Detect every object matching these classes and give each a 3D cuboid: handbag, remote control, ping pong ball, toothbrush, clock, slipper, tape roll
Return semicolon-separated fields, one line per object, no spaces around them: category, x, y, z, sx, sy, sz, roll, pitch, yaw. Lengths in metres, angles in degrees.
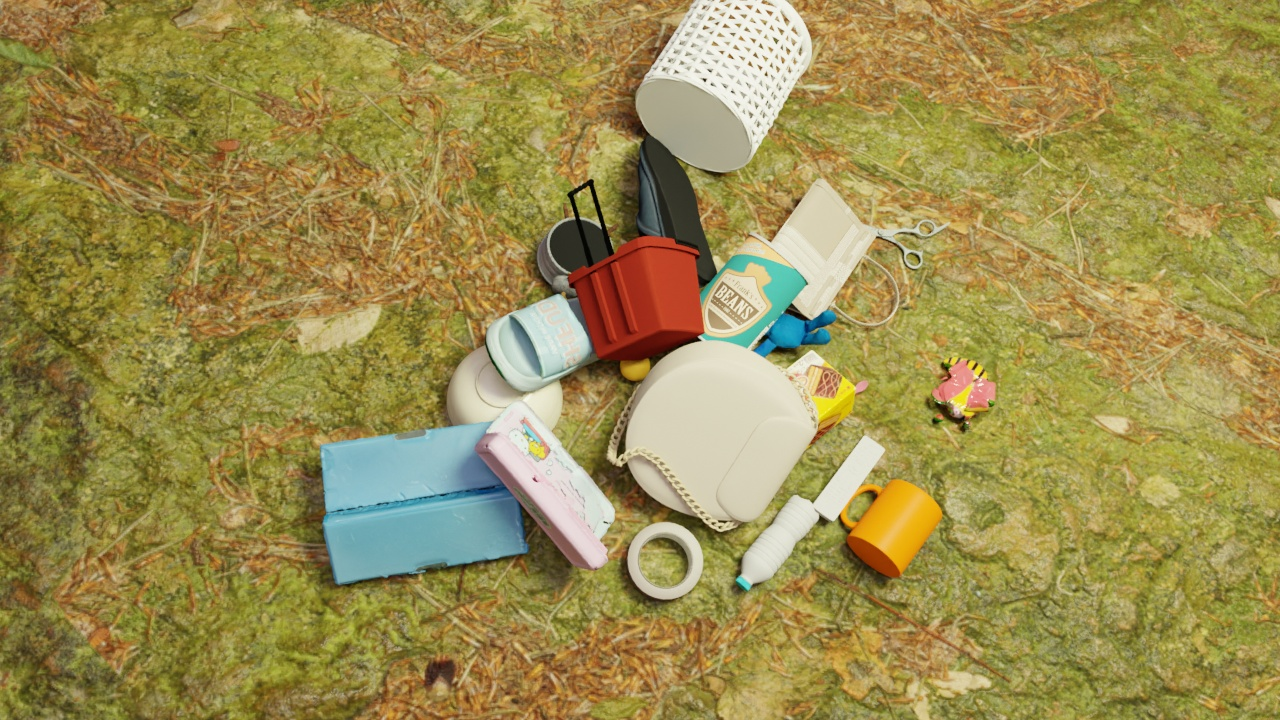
handbag;0.089;0.090;1.109;0.208;0.103;0.211;26;113;-7
handbag;0.274;-0.125;1.281;0.198;0.062;0.175;36;72;2
remote control;0.271;0.154;1.195;0.033;0.012;0.130;36;65;15
ping pong ball;-0.007;0.007;1.212;0.040;0.040;0.040;2;70;-5
toothbrush;0.254;0.069;1.231;0.134;0.016;0.021;-36;77;-14
clock;-0.090;-0.132;1.245;0.104;0.056;0.147;20;65;-8
slipper;-0.091;-0.039;1.160;0.244;0.074;0.104;-20;70;-42
slipper;0.027;-0.196;1.259;0.084;0.108;0.265;-32;52;28
tape roll;0.029;0.249;1.135;0.093;0.030;0.093;2;70;-5

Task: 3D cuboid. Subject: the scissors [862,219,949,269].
scissors;0.363;-0.192;1.331;0.153;0.014;0.130;40;81;7

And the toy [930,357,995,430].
toy;0.438;0.040;1.245;0.084;0.046;0.103;11;64;13

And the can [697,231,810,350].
can;0.130;-0.075;1.163;0.099;0.099;0.144;41;93;9

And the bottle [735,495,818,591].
bottle;0.168;0.231;1.148;0.044;0.044;0.136;41;72;9

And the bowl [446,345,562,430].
bowl;-0.174;0.039;1.167;0.150;0.075;0.150;1;70;-4

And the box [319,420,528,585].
box;-0.260;0.169;1.095;0.231;0.060;0.175;-9;94;-7

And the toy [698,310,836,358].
toy;0.174;-0.053;1.233;0.176;0.071;0.112;7;70;18

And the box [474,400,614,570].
box;-0.098;0.143;1.087;0.101;0.111;0.201;-44;104;-25

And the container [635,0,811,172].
container;0.116;-0.396;1.290;0.189;0.190;0.186;29;71;5

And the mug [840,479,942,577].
mug;0.306;0.203;1.162;0.113;0.078;0.095;29;68;35

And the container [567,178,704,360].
container;-0.011;-0.112;1.124;0.126;0.148;0.200;2;71;-49

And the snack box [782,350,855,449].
snack box;0.213;0.055;1.196;0.105;0.061;0.083;-36;60;-16
